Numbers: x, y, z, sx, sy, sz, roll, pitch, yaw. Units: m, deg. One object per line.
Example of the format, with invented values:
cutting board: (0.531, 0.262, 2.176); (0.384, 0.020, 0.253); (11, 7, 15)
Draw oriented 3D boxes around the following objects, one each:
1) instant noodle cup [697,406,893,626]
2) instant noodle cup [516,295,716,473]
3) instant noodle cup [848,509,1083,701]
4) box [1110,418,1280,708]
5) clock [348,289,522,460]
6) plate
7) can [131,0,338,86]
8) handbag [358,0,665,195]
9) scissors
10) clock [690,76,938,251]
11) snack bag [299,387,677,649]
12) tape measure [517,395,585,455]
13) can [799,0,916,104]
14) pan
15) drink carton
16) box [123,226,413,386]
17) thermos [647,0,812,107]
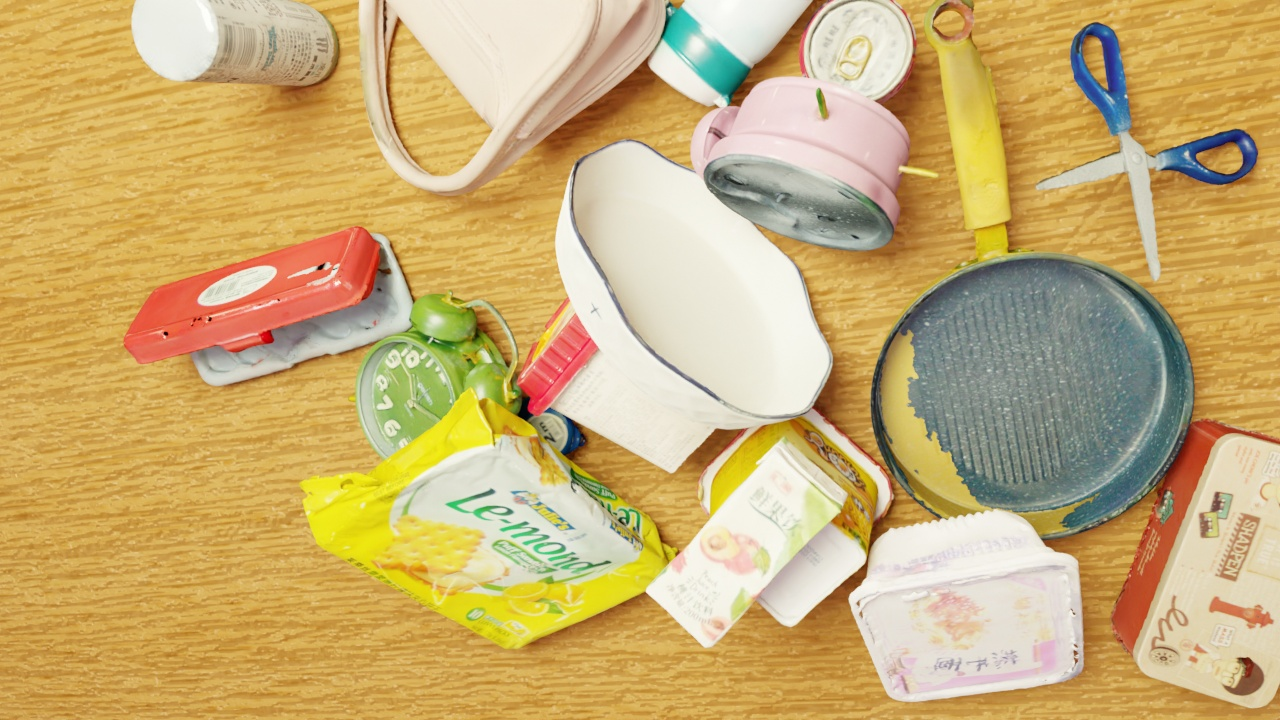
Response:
instant noodle cup: (0.103, 0.106, 0.628); (0.116, 0.123, 0.116); (41, 109, -1)
instant noodle cup: (-0.004, 0.004, 0.634); (0.124, 0.116, 0.117); (37, 110, -12)
instant noodle cup: (0.220, 0.164, 0.621); (0.138, 0.060, 0.173); (-14, 136, 15)
box: (0.385, 0.129, 0.605); (0.091, 0.077, 0.168); (16, 102, 8)
clock: (-0.145, 0.019, 0.672); (0.162, 0.056, 0.116); (-42, 77, 29)
plate: (0.031, -0.044, 0.566); (0.205, 0.204, 0.046); (46, 125, -3)
can: (-0.260, -0.212, 0.604); (0.058, 0.146, 0.058); (3, 106, 11)
handbag: (-0.113, -0.211, 0.598); (0.193, 0.093, 0.235); (52, 123, 13)
scissors: (0.295, -0.124, 0.536); (0.162, 0.012, 0.173); (4, 69, -15)
clock: (0.093, -0.116, 0.559); (0.117, 0.159, 0.059); (25, 81, -25)
snack bag: (-0.100, 0.118, 0.654); (0.158, 0.068, 0.246); (-28, 134, 17)
tape measure: (-0.077, 0.052, 0.699); (0.054, 0.025, 0.058); (-34, 96, -4)
can: (0.130, -0.185, 0.554); (0.066, 0.093, 0.066); (3, 106, 11)
pan: (0.228, -0.046, 0.580); (0.198, 0.078, 0.357); (-14, 102, 15)
drink carton: (0.064, 0.108, 0.545); (0.053, 0.045, 0.123); (42, 109, 10)
box: (-0.276, -0.031, 0.708); (0.202, 0.095, 0.098); (-14, 133, 15)
thermos: (0.091, -0.256, 0.557); (0.073, 0.073, 0.225); (41, 110, -1)
